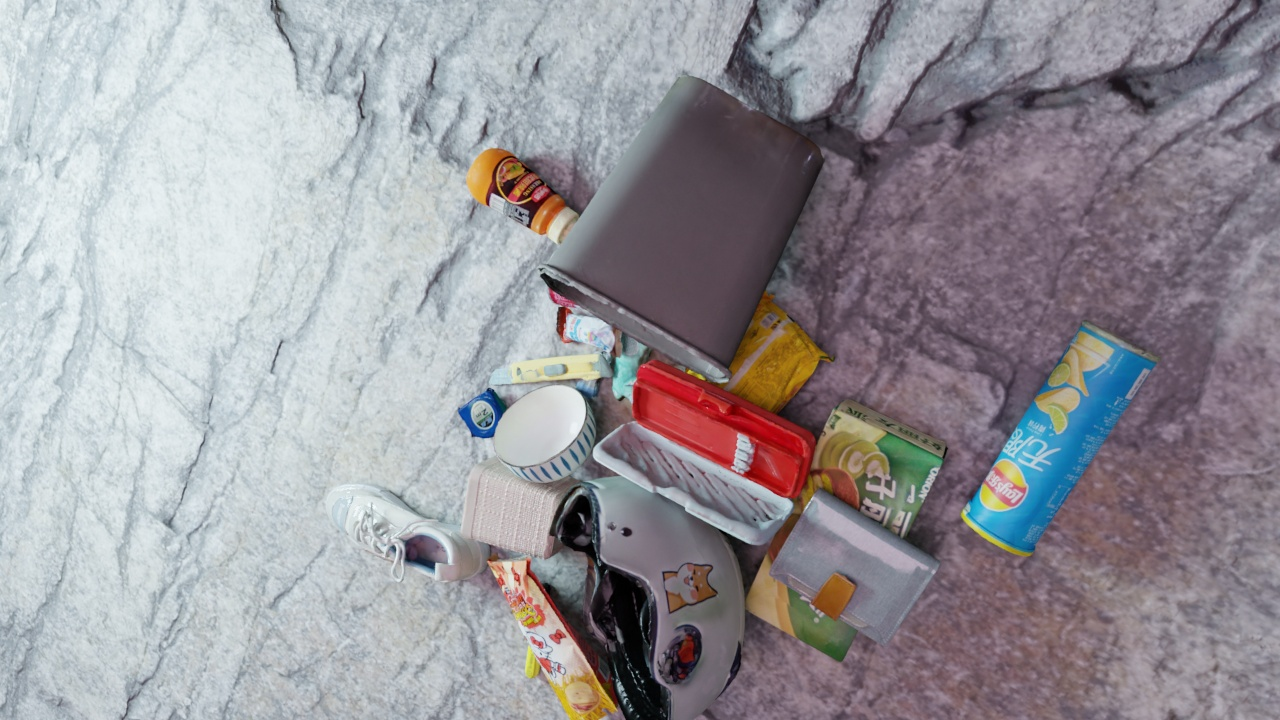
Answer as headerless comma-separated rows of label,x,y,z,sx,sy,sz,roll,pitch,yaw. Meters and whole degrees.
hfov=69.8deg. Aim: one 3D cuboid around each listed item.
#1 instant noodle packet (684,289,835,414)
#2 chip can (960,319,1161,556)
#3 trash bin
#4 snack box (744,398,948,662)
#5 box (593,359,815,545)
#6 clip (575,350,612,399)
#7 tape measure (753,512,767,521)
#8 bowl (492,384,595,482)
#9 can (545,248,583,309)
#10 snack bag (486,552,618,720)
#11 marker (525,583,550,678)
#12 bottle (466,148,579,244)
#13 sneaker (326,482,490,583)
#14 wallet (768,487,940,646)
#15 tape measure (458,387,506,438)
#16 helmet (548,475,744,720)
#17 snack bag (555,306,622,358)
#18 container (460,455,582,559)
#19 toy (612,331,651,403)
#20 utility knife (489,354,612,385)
instant noodle packet,0.120,0.004,0.946,0.111,0.044,0.129,46,110,14
chip can,0.374,0.071,0.826,0.071,0.071,0.210,31,108,18
trash bin,0.043,-0.119,0.856,0.198,0.199,0.219,29,88,1
snack box,0.203,0.169,0.919,0.114,0.063,0.240,27,106,17
box,0.058,0.085,0.891,0.201,0.100,0.094,25,127,26
clip,-0.052,0.015,1.039,0.026,0.037,0.058,33,111,23
tape measure,0.112,0.142,0.960,0.039,0.057,0.058,-23,110,23
bowl,-0.100,0.091,1.031,0.117,0.116,0.066,-6,136,25
can,-0.047,-0.087,0.995,0.094,0.066,0.066,10,101,22
snack bag,-0.101,0.311,1.050,0.208,0.073,0.129,58,154,-6
marker,-0.125,0.328,1.114,0.018,0.015,0.124,13,100,17
bottle,-0.122,-0.175,1.024,0.149,0.066,0.067,36,110,8
sneaker,-0.310,0.222,1.142,0.242,0.090,0.089,16,102,22
wallet,0.199,0.198,0.870,0.130,0.037,0.107,31,107,15
tape measure,-0.185,0.066,1.100,0.058,0.025,0.054,-34,85,28
helmet,0.025,0.238,0.948,0.156,0.230,0.274,-20,90,-19
snack bag,-0.055,-0.033,1.018,0.105,0.026,0.045,14,101,43
container,-0.133,0.169,1.058,0.111,0.090,0.090,15,102,19
toy,-0.006,0.006,1.006,0.096,0.030,0.092,22,109,41
utility knife,-0.106,0.013,1.058,0.183,0.019,0.031,-6,84,39
